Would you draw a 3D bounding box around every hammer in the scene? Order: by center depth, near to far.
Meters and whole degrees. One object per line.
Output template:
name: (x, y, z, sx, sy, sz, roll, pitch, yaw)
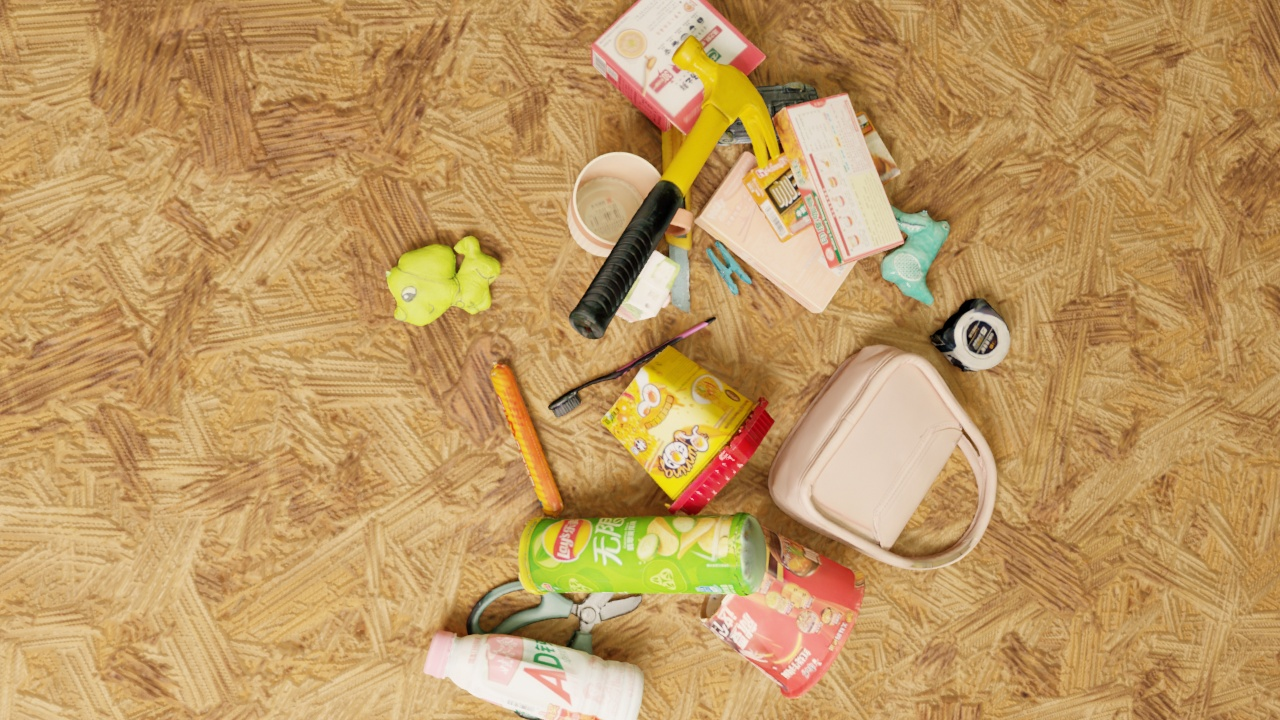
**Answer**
hammer: (0.025, -0.142, 0.782, 0.129, 0.033, 0.300, 37, 64, -14)

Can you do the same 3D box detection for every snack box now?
snack box: (0.188, -0.171, 0.870, 0.077, 0.027, 0.155, -19, 88, -23)
snack box: (0.035, -0.288, 0.880, 0.127, 0.044, 0.113, 45, 83, 4)
snack box: (0.179, -0.181, 0.900, 0.153, 0.026, 0.075, -31, 89, -22)
snack box: (0.140, -0.127, 0.915, 0.157, 0.026, 0.084, 36, 84, -7)

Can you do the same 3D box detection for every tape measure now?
tape measure: (0.343, -0.022, 0.944, 0.065, 0.033, 0.066, -42, 94, -5)

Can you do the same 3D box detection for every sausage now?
sausage: (-0.109, 0.077, 0.879, 0.021, 0.021, 0.165, -21, 93, -8)

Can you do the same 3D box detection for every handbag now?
handbag: (0.262, 0.117, 0.916, 0.234, 0.093, 0.193, 37, 84, -15)

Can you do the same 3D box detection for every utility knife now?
utility knife: (0.039, -0.154, 0.904, 0.033, 0.015, 0.216, -2, 90, -6)

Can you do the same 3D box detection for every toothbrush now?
toothbrush: (-0.005, 0.005, 0.900, 0.189, 0.014, 0.018, -29, 104, -8)

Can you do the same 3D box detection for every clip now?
clip: (0.086, -0.092, 0.914, 0.047, 0.014, 0.057, -36, 94, -5)

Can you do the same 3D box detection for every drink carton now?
drink carton: (0.000, -0.067, 0.845, 0.045, 0.122, 0.053, 29, 85, -9)

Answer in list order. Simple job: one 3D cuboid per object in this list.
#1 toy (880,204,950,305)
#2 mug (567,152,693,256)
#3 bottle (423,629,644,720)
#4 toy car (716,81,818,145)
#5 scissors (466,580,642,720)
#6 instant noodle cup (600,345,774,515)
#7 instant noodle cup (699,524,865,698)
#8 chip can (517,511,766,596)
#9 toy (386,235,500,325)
toy: (0.277, -0.115, 0.937, 0.096, 0.030, 0.091, 34, 80, 0)
mug: (-0.010, -0.138, 0.851, 0.114, 0.106, 0.081, 10, 88, -9)
bottle: (-0.098, 0.291, 0.843, 0.197, 0.068, 0.068, 16, 87, -4)
toy car: (0.118, -0.242, 0.908, 0.120, 0.037, 0.054, -3, 87, 1)
scissors: (-0.088, 0.250, 0.884, 0.171, 0.019, 0.177, 40, 86, -6)
instant noodle cup: (0.041, 0.060, 0.852, 0.123, 0.115, 0.116, 41, 120, 5)
instant noodle cup: (0.127, 0.230, 0.865, 0.108, 0.138, 0.138, 32, 85, 0)
chip can: (0.001, 0.173, 0.819, 0.222, 0.072, 0.072, -6, 91, 22)
toy: (-0.187, -0.076, 0.862, 0.100, 0.031, 0.096, 17, 88, -13)
